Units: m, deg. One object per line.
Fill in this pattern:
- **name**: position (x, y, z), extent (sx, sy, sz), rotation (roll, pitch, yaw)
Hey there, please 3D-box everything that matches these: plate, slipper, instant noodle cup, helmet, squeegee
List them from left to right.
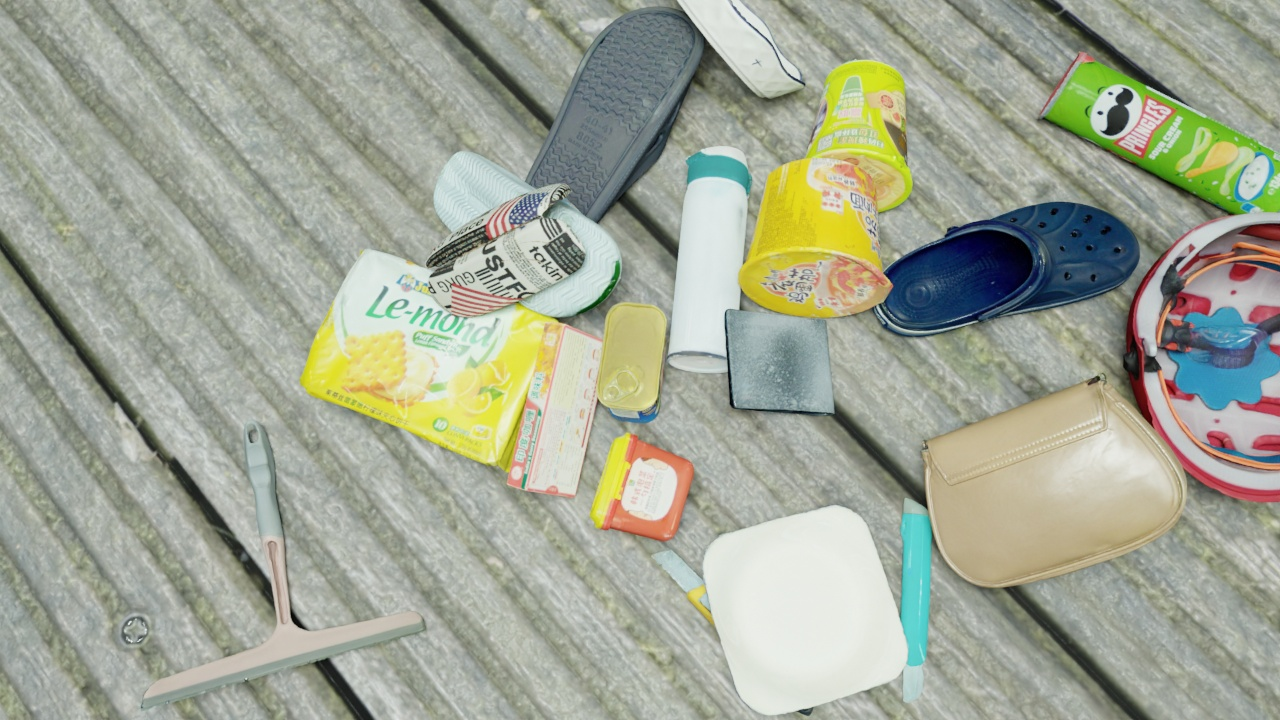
- **squeegee**: position (-0.356, 0.176, 0.887), extent (0.247, 0.040, 0.249), rotation (-12, 70, -15)
- **slipper**: position (-0.112, -0.125, 0.904), extent (0.245, 0.074, 0.104), rotation (38, 109, 28)
- **slipper**: position (-0.029, -0.237, 0.949), extent (0.111, 0.083, 0.268), rotation (35, 100, 13)
- **plate**: position (0.085, -0.341, 0.907), extent (0.046, 0.204, 0.205), rotation (-38, 75, 21)
- **plate**: position (0.145, 0.224, 0.830), extent (0.164, 0.034, 0.163), rotation (-12, 72, -8)
- **instant noodle cup**: position (0.167, -0.118, 0.875), extent (0.138, 0.138, 0.109), rotation (7, 68, 6)
- **instant noodle cup**: position (0.217, -0.226, 0.911), extent (0.112, 0.112, 0.123), rotation (9, 70, 6)
- **slipper**: position (0.345, -0.095, 0.873), extent (0.253, 0.095, 0.105), rotation (-15, 78, 4)
- **helmet**: position (0.533, -0.004, 0.813), extent (0.207, 0.143, 0.240), rotation (9, 94, 13)

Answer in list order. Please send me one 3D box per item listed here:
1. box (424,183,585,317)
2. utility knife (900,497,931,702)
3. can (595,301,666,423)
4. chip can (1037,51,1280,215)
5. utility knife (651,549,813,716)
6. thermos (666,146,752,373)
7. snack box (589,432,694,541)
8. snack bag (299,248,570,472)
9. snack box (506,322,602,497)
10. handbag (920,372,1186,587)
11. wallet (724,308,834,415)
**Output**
- **box**: position (-0.124, -0.105, 0.839), extent (0.163, 0.075, 0.086), rotation (-21, 44, 30)
- **utility knife**: position (0.251, 0.219, 0.842), extent (0.029, 0.013, 0.182), rotation (4, 75, 9)
- **can**: position (-0.005, 0.005, 0.878), extent (0.057, 0.083, 0.102), rotation (6, 77, 6)
- **chip can**: position (0.518, -0.217, 0.899), extent (0.236, 0.072, 0.072), rotation (31, 80, 10)
- **utility knife**: position (0.085, 0.248, 0.847), extent (0.202, 0.015, 0.033), rotation (44, 80, 13)
- **thermos**: position (0.072, -0.103, 0.909), extent (0.073, 0.073, 0.224), rotation (5, 76, 5)
- **snack box**: position (0.002, 0.121, 0.853), extent (0.080, 0.082, 0.091), rotation (18, 79, -2)
- **snack bag**: position (-0.201, -0.001, 0.902), extent (0.246, 0.068, 0.158), rotation (21, 79, 9)
- **snack box**: position (-0.075, 0.048, 0.866), extent (0.027, 0.077, 0.155), rotation (9, 83, 34)
- **handbag**: position (0.354, 0.108, 0.800), extent (0.205, 0.099, 0.147), rotation (-26, 79, 27)
- **wallet**: position (0.132, 0.002, 0.875), extent (0.120, 0.019, 0.097), rotation (5, 73, -28)
